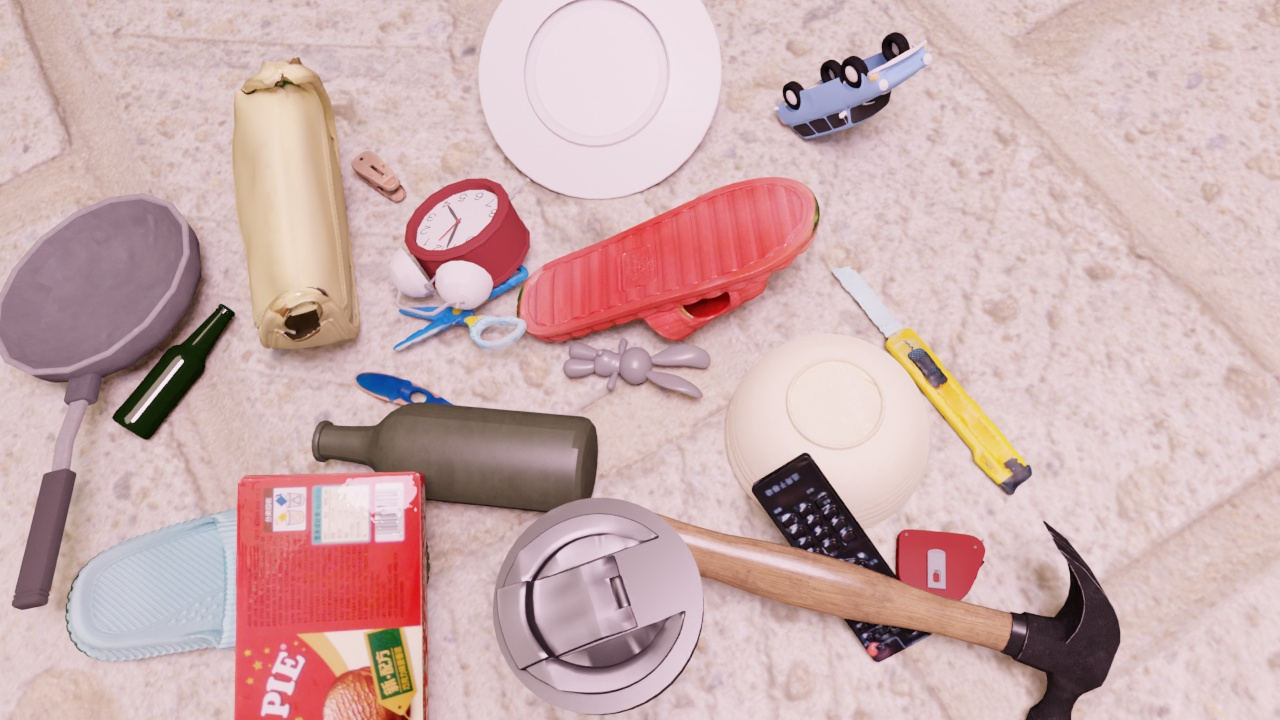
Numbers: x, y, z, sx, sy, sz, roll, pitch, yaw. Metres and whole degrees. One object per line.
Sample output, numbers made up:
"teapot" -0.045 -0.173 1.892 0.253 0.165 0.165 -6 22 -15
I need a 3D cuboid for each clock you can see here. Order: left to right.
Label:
"clock" -0.145 -0.092 0.739 0.096 0.048 0.137 15 60 31

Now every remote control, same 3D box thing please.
"remote control" 0.135 0.131 0.614 0.047 0.022 0.150 -34 95 16

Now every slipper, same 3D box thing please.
"slipper" -0.291 0.153 0.660 0.276 0.069 0.115 -11 64 2
"slipper" 0.024 -0.064 0.717 0.249 0.059 0.103 -19 51 15

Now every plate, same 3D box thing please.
"plate" -0.036 -0.242 0.773 0.209 0.015 0.208 1 95 7

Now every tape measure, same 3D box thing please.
"tape measure" 0.208 0.145 0.635 0.059 0.019 0.051 4 68 8

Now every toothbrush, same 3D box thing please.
"toothbrush" -0.168 0.032 0.723 0.135 0.017 0.021 17 66 12

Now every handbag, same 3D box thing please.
"handbag" -0.277 -0.116 0.717 0.088 0.191 0.232 -7 79 -15

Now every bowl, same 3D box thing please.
"bowl" 0.136 0.042 0.656 0.151 0.075 0.150 -2 67 5

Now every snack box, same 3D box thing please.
"snack box" -0.196 0.191 0.591 0.113 0.060 0.236 -1 83 -10

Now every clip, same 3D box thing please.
"clip" -0.230 -0.163 0.804 0.025 0.049 0.061 -41 97 -11

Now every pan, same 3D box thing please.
"pan" -0.433 0.018 0.716 0.179 0.041 0.356 -13 58 8

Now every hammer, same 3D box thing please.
"hammer" 0.140 0.144 0.587 0.305 0.040 0.132 14 108 7

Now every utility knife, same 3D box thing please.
"utility knife" 0.215 0.008 0.696 0.030 0.019 0.218 -28 64 -16

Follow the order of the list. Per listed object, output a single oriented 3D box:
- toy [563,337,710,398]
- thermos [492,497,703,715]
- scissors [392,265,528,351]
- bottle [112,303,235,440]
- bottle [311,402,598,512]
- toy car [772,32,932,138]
"toy" -0.004 0.004 0.711 0.112 0.030 0.049 6 53 14
"thermos" -0.013 0.157 0.545 0.106 0.219 0.105 -2 67 5
"scissors" -0.142 -0.030 0.734 0.131 0.018 0.110 -29 48 0
"bottle" -0.375 0.006 0.747 0.033 0.033 0.122 28 72 16
"bottle" -0.138 0.069 0.675 0.207 0.071 0.071 5 68 8
"toy car" 0.167 -0.215 0.732 0.056 0.153 0.055 -33 105 -17
